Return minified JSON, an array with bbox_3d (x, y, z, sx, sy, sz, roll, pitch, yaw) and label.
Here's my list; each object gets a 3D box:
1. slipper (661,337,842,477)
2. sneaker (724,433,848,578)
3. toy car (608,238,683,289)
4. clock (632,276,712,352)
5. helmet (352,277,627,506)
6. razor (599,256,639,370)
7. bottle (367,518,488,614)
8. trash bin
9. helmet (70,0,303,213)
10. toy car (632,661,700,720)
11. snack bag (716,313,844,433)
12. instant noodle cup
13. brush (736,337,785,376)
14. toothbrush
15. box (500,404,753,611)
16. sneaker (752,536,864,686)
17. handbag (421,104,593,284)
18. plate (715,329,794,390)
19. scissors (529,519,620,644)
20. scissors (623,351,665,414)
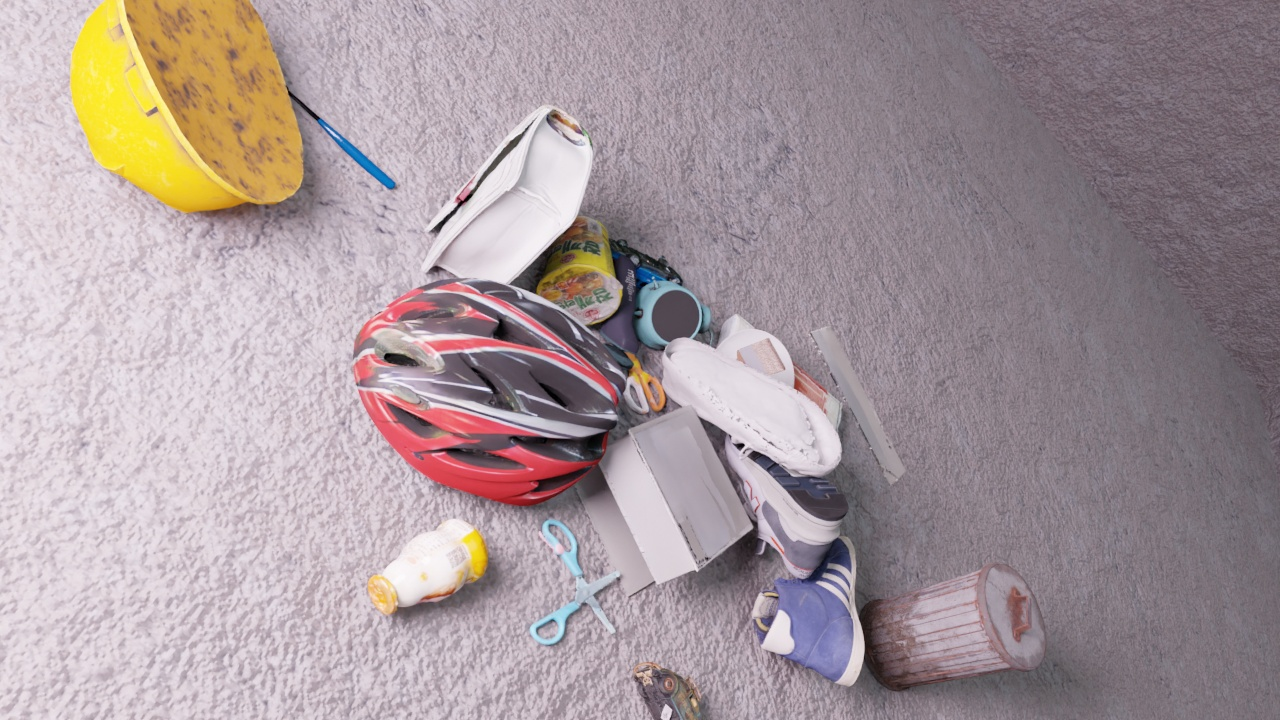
[{"bbox_3d":[0.127,0.063,1.101,0.247,0.075,0.112,31,60,20],"label":"slipper"},{"bbox_3d":[0.163,0.176,1.126,0.088,0.124,0.239,0,21,-20],"label":"sneaker"},{"bbox_3d":[0.000,-0.119,1.190,0.120,0.044,0.056,19,23,-32],"label":"toy car"},{"bbox_3d":[0.045,-0.048,1.170,0.124,0.053,0.090,37,82,-23],"label":"clock"},{"bbox_3d":[-0.146,0.019,0.910,0.272,0.167,0.216,25,47,-15],"label":"helmet"},{"bbox_3d":[-0.024,-0.059,1.115,0.047,0.052,0.142,21,69,-45],"label":"razor"},{"bbox_3d":[-0.190,0.187,0.822,0.108,0.063,0.063,-24,84,-47],"label":"bottle"},{"bbox_3d":[0.402,0.344,1.174,0.130,0.212,0.130,22,53,-33],"label":"trash bin"},{"bbox_3d":[-0.414,-0.228,0.804,0.205,0.131,0.255,45,26,-62],"label":"helmet"},{"bbox_3d":[0.038,0.356,0.947,0.047,0.047,0.112,-23,84,-43],"label":"toy car"},{"bbox_3d":[0.199,0.029,1.300,0.225,0.041,0.077,40,46,-21],"label":"snack bag"},{"bbox_3d":[-0.071,-0.112,1.094,0.102,0.102,0.108,27,42,-30],"label":"instant noodle cup"},{"bbox_3d":[0.114,0.011,1.152,0.008,0.143,0.045,-40,104,-46],"label":"brush"},{"bbox_3d":[-0.330,-0.242,0.979,0.167,0.014,0.014,43,10,-20],"label":"toothbrush"},{"bbox_3d":[-0.059,0.206,1.129,0.171,0.405,0.169,-19,80,-48],"label":"box"},{"bbox_3d":[0.195,0.287,1.123,0.118,0.092,0.232,17,31,-2],"label":"sneaker"},{"bbox_3d":[-0.144,-0.168,0.975,0.096,0.199,0.141,31,48,-25],"label":"handbag"},{"bbox_3d":[0.147,0.026,1.235,0.134,0.011,0.134,-1,92,-24],"label":"plate"},{"bbox_3d":[-0.075,0.233,0.941,0.135,0.015,0.135,52,45,5],"label":"scissors"},{"bbox_3d":[-0.013,0.007,1.135,0.070,0.013,0.130,-18,80,-49],"label":"scissors"}]
